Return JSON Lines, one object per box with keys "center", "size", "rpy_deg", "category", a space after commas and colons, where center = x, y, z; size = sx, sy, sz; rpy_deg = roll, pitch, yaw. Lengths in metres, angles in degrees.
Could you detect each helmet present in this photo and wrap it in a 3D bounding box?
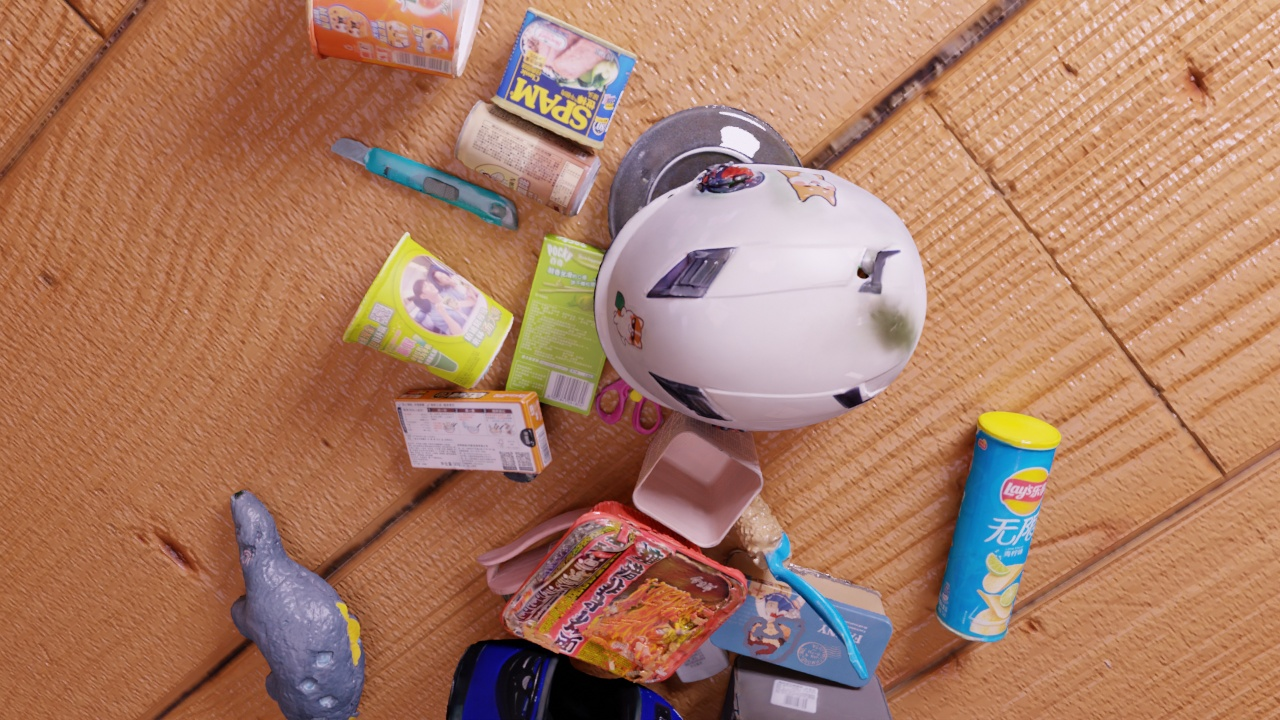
{"center": [0.114, -0.037, 0.735], "size": [0.273, 0.157, 0.230], "rpy_deg": [-7, 112, -17], "category": "helmet"}
{"center": [-0.057, 0.414, 0.882], "size": [0.240, 0.246, 0.316], "rpy_deg": [4, 122, 3], "category": "helmet"}

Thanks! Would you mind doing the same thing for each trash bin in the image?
{"center": [0.155, 0.432, 0.917], "size": [0.199, 0.198, 0.220], "rpy_deg": [5, 103, 3], "category": "trash bin"}

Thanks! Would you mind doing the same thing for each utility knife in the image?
{"center": [-0.193, -0.161, 0.829], "size": [0.182, 0.013, 0.029], "rpy_deg": [21, 108, -2], "category": "utility knife"}

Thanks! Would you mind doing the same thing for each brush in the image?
{"center": [0.135, 0.188, 0.804], "size": [0.046, 0.254, 0.083], "rpy_deg": [-33, 115, -3], "category": "brush"}
{"center": [-0.090, 0.198, 0.919], "size": [0.146, 0.063, 0.073], "rpy_deg": [-22, 110, 14], "category": "brush"}

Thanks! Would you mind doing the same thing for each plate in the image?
{"center": [0.061, -0.129, 0.798], "size": [0.179, 0.024, 0.179], "rpy_deg": [-1, 107, -3], "category": "plate"}

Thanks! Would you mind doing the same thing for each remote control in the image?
{"center": [0.037, 0.266, 0.952], "size": [0.058, 0.021, 0.150], "rpy_deg": [-24, 105, 12], "category": "remote control"}

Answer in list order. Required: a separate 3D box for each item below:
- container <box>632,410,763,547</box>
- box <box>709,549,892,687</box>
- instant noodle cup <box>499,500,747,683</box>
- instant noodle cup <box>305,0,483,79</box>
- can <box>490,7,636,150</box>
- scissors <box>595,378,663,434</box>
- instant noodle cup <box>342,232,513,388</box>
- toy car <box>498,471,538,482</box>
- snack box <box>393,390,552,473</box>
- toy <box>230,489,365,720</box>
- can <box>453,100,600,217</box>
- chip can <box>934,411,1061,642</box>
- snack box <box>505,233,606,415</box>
{"center": [0.053, 0.096, 0.844], "size": [0.090, 0.110, 0.090], "rpy_deg": [32, 108, -6], "category": "container"}
{"center": [0.162, 0.259, 0.919], "size": [0.184, 0.061, 0.090], "rpy_deg": [15, 110, 2], "category": "box"}
{"center": [-0.014, 0.206, 0.840], "size": [0.188, 0.079, 0.165], "rpy_deg": [30, 116, -22], "category": "instant noodle cup"}
{"center": [-0.183, -0.295, 0.718], "size": [0.111, 0.151, 0.151], "rpy_deg": [15, 110, -9], "category": "instant noodle cup"}
{"center": [-0.063, -0.236, 0.770], "size": [0.102, 0.057, 0.083], "rpy_deg": [23, 107, -4], "category": "can"}
{"center": [-0.008, 0.003, 0.871], "size": [0.073, 0.017, 0.137], "rpy_deg": [10, 106, 11], "category": "scissors"}
{"center": [-0.185, -0.036, 0.828], "size": [0.123, 0.111, 0.112], "rpy_deg": [31, 109, -14], "category": "instant noodle cup"}
{"center": [-0.119, 0.075, 0.891], "size": [0.043, 0.034, 0.091], "rpy_deg": [4, 111, 21], "category": "toy car"}
{"center": [-0.161, 0.067, 0.873], "size": [0.154, 0.026, 0.075], "rpy_deg": [-1, 111, 27], "category": "snack box"}
{"center": [-0.358, 0.305, 0.974], "size": [0.138, 0.091, 0.356], "rpy_deg": [2, 110, 34], "category": "toy"}
{"center": [-0.097, -0.174, 0.792], "size": [0.116, 0.058, 0.059], "rpy_deg": [26, 109, -4], "category": "can"}
{"center": [0.332, 0.157, 0.862], "size": [0.071, 0.071, 0.210], "rpy_deg": [7, 110, 3], "category": "chip can"}
{"center": [-0.067, -0.032, 0.855], "size": [0.086, 0.026, 0.156], "rpy_deg": [16, 110, -2], "category": "snack box"}
